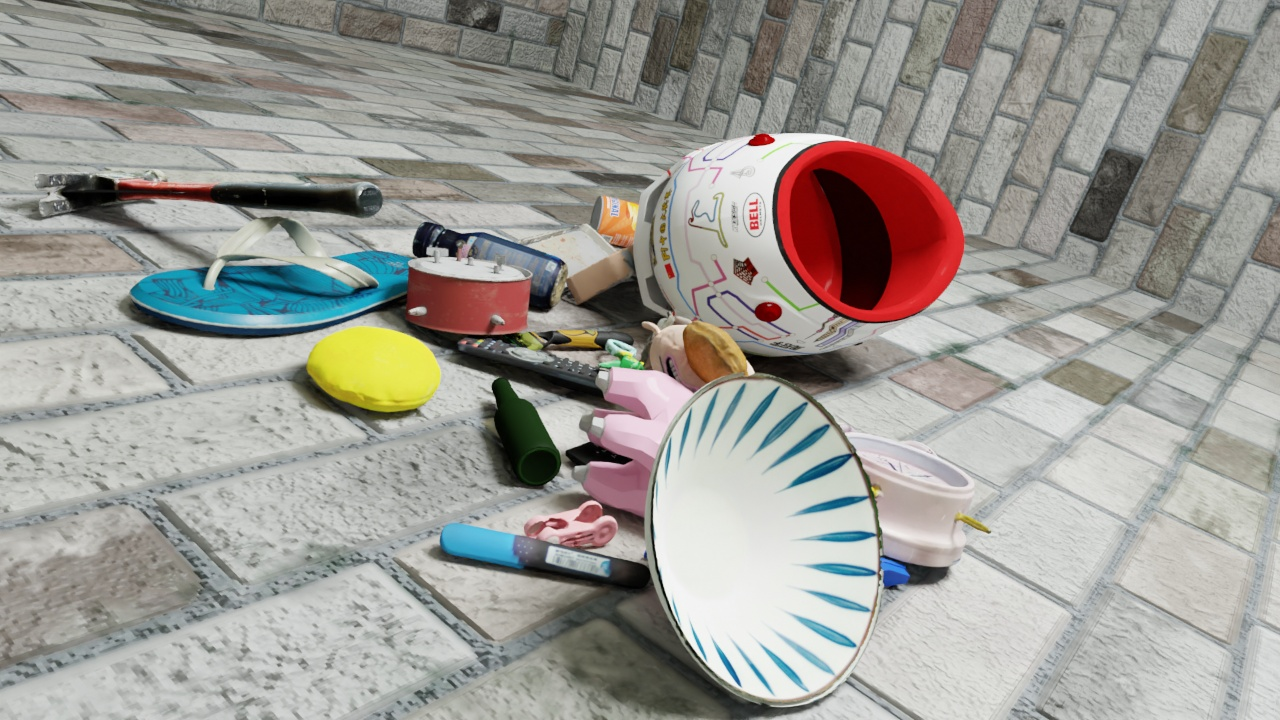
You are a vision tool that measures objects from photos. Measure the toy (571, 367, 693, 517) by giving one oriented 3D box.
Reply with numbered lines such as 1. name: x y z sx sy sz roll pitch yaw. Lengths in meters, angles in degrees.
1. toy: 0.036 0.069 0.622 0.157 0.067 0.123 18 30 -7

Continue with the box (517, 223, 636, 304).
1. box: -0.046 -0.131 1.069 0.121 0.094 0.216 -21 8 22

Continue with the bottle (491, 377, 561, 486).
1. bottle: -0.087 0.045 0.653 0.033 0.033 0.123 7 22 -24

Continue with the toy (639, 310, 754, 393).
1. toy: 0.048 0.014 0.713 0.133 0.076 0.176 40 -9 7

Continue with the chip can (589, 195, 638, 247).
1. chip can: 0.037 -0.178 1.291 0.210 0.062 0.062 11 21 -16

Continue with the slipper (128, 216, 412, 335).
1. slipper: -0.282 -0.078 0.786 0.118 0.060 0.294 27 22 18

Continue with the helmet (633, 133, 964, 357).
1. helmet: 0.151 -0.119 0.981 0.313 0.231 0.237 2 -7 -30

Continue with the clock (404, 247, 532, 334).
1. clock: -0.153 -0.070 0.838 0.110 0.062 0.156 6 14 -2

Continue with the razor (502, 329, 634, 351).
1. razor: -0.062 -0.019 0.860 0.143 0.021 0.044 0 26 -43

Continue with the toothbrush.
1. toothbrush: 0.091 0.133 0.591 0.186 0.017 0.011 8 24 -18

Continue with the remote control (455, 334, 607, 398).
1. remote control: -0.084 0.006 0.773 0.140 0.021 0.045 16 11 2

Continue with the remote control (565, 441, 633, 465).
1. remote control: -0.006 0.066 0.692 0.039 0.010 0.124 30 24 32

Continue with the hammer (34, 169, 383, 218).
1. hammer: -0.371 -0.144 0.798 0.327 0.036 0.140 6 16 23

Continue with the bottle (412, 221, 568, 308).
1. bottle: -0.156 -0.101 0.946 0.161 0.056 0.056 19 20 7

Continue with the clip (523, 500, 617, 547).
1. clip: -0.045 0.099 0.561 0.059 0.023 0.039 -5 33 -42

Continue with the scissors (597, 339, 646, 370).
1. scissors: -0.018 -0.002 0.821 0.078 0.013 0.131 29 11 21

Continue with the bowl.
1. bowl: 0.054 0.100 0.518 0.177 0.177 0.071 -1 -14 -40

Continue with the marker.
1. marker: -0.054 0.113 0.525 0.123 0.015 0.018 14 55 -11

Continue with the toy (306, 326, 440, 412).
1. toy: -0.191 0.006 0.663 0.095 0.041 0.094 22 26 12

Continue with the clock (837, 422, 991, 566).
1. clock: 0.184 0.093 0.687 0.117 0.059 0.157 15 13 -6
